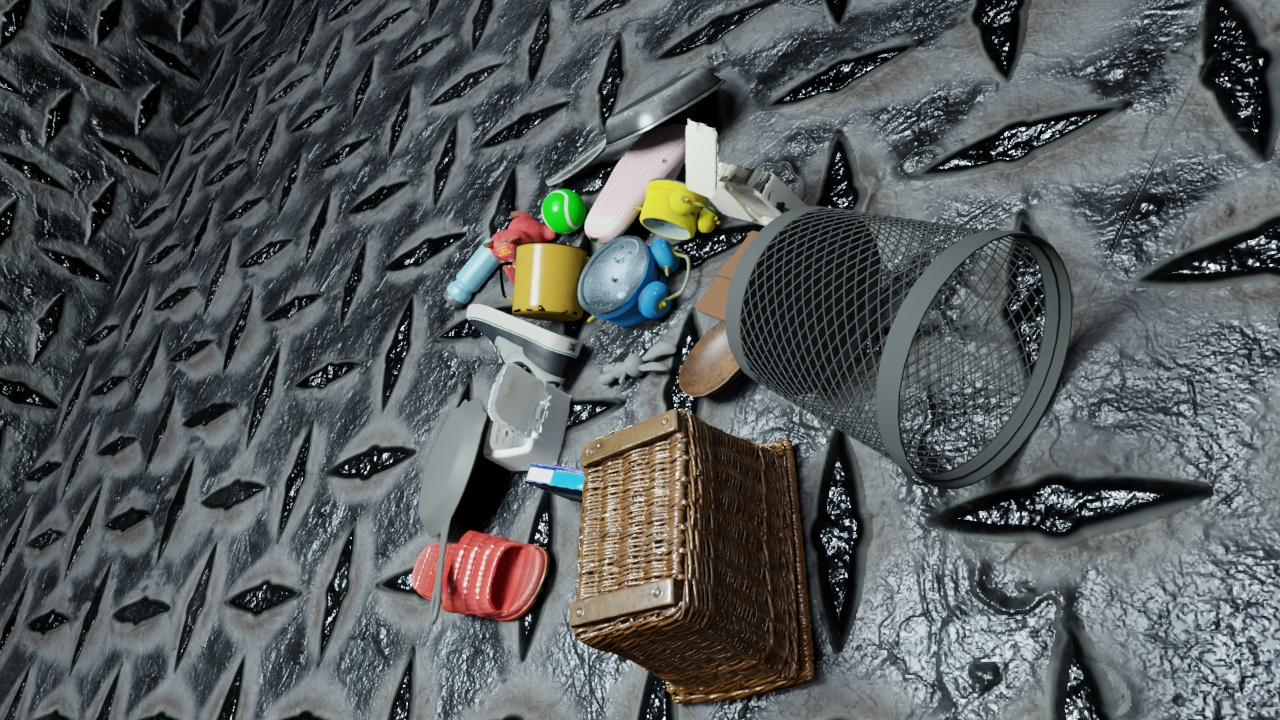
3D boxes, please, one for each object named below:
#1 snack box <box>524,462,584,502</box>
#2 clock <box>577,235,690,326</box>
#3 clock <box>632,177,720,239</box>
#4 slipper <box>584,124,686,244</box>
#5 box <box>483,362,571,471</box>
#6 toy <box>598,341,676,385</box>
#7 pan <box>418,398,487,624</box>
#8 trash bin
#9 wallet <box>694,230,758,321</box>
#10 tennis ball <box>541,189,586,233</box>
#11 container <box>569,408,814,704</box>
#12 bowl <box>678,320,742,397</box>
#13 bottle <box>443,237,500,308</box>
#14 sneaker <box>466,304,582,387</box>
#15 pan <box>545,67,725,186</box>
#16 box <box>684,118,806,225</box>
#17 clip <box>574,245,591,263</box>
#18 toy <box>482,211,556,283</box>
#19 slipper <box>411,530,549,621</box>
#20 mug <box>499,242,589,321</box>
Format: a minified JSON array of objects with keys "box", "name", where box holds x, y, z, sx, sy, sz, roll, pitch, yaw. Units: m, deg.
[{"box":[-0.056,0.148,1.058,0.150,0.082,0.027,2,67,42],"name":"snack box"},{"box":[-0.007,-0.102,1.189,0.162,0.060,0.116,-6,60,38],"name":"clock"},{"box":[0.051,-0.195,1.179,0.119,0.083,0.057,7,75,46],"name":"clock"},{"box":[0.004,-0.246,1.270,0.107,0.055,0.221,17,67,48],"name":"slipper"},{"box":[-0.164,0.068,1.166,0.121,0.136,0.108,-11,60,38],"name":"box"},{"box":[-0.007,0.007,1.142,0.112,0.030,0.049,-18,39,39],"name":"toy"},{"box":[-0.256,0.181,1.184,0.217,0.024,0.353,-53,27,34],"name":"pan"},{"box":[0.221,-0.029,0.834,0.227,0.217,0.217,28,85,51],"name":"trash bin"},{"box":[0.122,-0.100,1.093,0.121,0.013,0.087,-53,29,-3],"name":"wallet"},{"box":[-0.113,-0.219,1.351,0.065,0.065,0.065,-22,52,30],"name":"tennis ball"},{"box":[0.042,0.178,0.876,0.163,0.183,0.249,-23,51,32],"name":"container"},{"box":[0.095,0.001,1.053,0.114,0.026,0.102,-50,29,-1],"name":"bowl"},{"box":[-0.265,-0.133,1.451,0.130,0.040,0.040,-50,43,6],"name":"bottle"},{"box":[-0.178,-0.021,1.278,0.235,0.084,0.079,22,93,46],"name":"sneaker"},{"box":[-0.029,-0.330,1.325,0.358,0.055,0.186,-13,23,43],"name":"pan"},{"box":[0.092,-0.200,1.067,0.070,0.186,0.143,-58,36,-2],"name":"box"},{"box":[-0.093,-0.143,1.323,0.054,0.044,0.049,-36,4,20],"name":"clip"},{"box":[-0.183,-0.190,1.375,0.088,0.094,0.132,-28,47,26],"name":"toy"},{"box":[-0.216,0.265,1.145,0.249,0.059,0.103,-8,59,40],"name":"slipper"},{"box":[-0.135,-0.104,1.252,0.124,0.100,0.094,2,84,11],"name":"mug"}]
